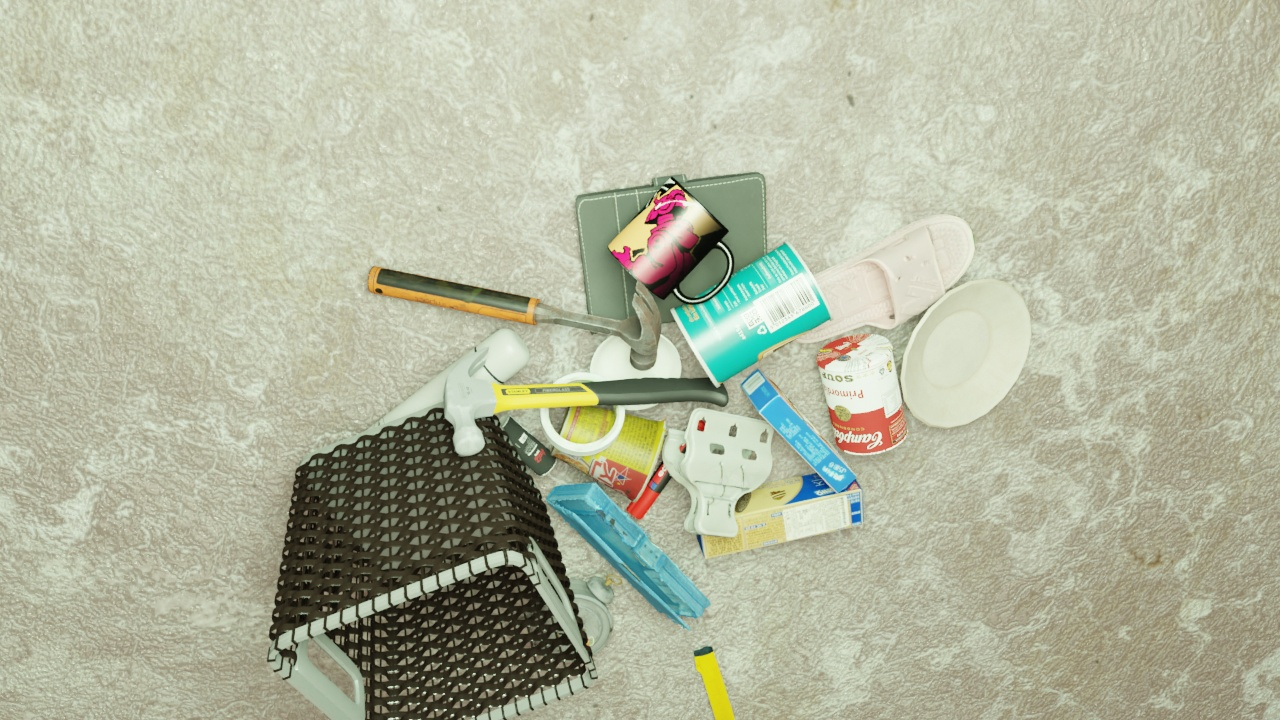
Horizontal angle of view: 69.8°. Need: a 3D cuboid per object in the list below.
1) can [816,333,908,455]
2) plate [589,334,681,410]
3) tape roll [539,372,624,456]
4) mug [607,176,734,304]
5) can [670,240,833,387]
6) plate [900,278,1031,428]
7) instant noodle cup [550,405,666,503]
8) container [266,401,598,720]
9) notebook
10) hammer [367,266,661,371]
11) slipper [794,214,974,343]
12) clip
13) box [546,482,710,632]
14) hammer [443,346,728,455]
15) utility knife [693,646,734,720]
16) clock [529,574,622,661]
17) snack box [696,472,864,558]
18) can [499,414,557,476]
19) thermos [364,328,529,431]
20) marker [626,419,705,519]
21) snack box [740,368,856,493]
[{"bbox_3d":[0.260,0.039,1.076,0.086,0.086,0.116,-18,113,-1],"label":"can"},{"bbox_3d":[-0.006,0.006,1.055,0.104,0.026,0.104,-2,116,-4],"label":"plate"},{"bbox_3d":[-0.064,0.059,1.015,0.094,0.093,0.018,3,155,-6],"label":"tape roll"},{"bbox_3d":[0.042,-0.114,0.951,0.118,0.081,0.098,44,100,1],"label":"mug"},{"bbox_3d":[0.120,-0.050,0.991,0.144,0.099,0.099,-31,112,6],"label":"can"},{"bbox_3d":[0.383,-0.010,1.093,0.188,0.027,0.189,-9,115,-20],"label":"plate"},{"bbox_3d":[-0.041,0.099,1.058,0.112,0.100,0.100,20,107,-7],"label":"instant noodle cup"},{"bbox_3d":[-0.214,0.218,0.961,0.245,0.243,0.248,-21,132,0],"label":"container"},{"bbox_3d":[0.038,-0.120,1.015,0.209,0.029,0.170,-9,114,-8],"label":"notebook"},{"bbox_3d":[-0.132,-0.061,0.963,0.314,0.034,0.138,11,152,2],"label":"hammer"},{"bbox_3d":[0.275,-0.082,1.044,0.239,0.064,0.094,-24,113,3],"label":"slipper"},{"bbox_3d":[0.084,0.133,1.084,0.126,0.099,0.152,12,96,-30],"label":"clip"},{"bbox_3d":[-0.019,0.240,1.112,0.231,0.093,0.053,49,55,-22],"label":"box"},{"bbox_3d":[-0.052,0.036,0.984,0.323,0.127,0.029,-2,136,-26],"label":"hammer"},{"bbox_3d":[0.111,0.481,1.264,0.030,0.019,0.217,-15,108,4],"label":"utility knife"},{"bbox_3d":[-0.078,0.317,1.153,0.104,0.056,0.148,41,103,-20],"label":"clock"},{"bbox_3d":[0.170,0.187,1.139,0.206,0.057,0.056,-11,116,-4],"label":"snack box"},{"bbox_3d":[-0.136,0.100,1.073,0.031,0.031,0.080,-42,111,9],"label":"can"},{"bbox_3d":[-0.222,0.045,1.028,0.224,0.052,0.052,-37,112,7],"label":"thermos"},{"bbox_3d":[0.032,0.131,1.115,0.023,0.021,0.145,32,104,-10],"label":"marker"},{"bbox_3d":[0.185,0.082,1.082,0.034,0.087,0.151,-43,110,8],"label":"snack box"}]
